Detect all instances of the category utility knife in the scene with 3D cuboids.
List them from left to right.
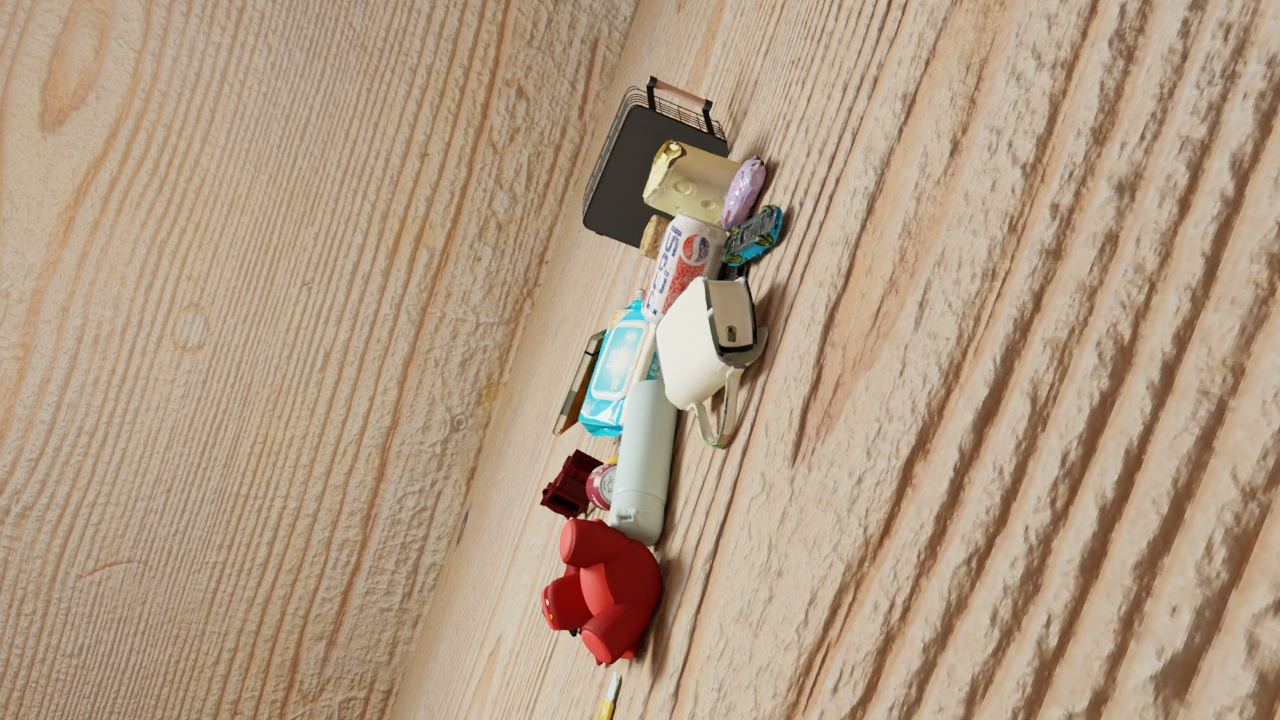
[{"bbox_3d":[-0.052,0.438,1.034,0.030,0.017,0.175,0,68,66],"label":"utility knife"}]

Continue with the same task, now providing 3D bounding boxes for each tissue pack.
[{"bbox_3d":[-0.008,0.007,1.267,0.117,0.066,0.209,2,68,48],"label":"tissue pack"}]

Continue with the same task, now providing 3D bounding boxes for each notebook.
[{"bbox_3d":[-0.065,0.013,1.443,0.179,0.014,0.248,-67,-10,16],"label":"notebook"}]

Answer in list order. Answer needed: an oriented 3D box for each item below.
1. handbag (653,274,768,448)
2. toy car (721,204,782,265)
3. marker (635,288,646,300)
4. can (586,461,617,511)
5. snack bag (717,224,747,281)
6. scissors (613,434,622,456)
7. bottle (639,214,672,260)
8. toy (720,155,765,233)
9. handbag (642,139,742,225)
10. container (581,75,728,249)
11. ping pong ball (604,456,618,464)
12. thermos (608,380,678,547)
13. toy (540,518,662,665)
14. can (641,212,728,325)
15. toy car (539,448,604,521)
[{"bbox_3d":[0.082,0.012,1.002,0.152,0.074,0.175,130,137,-59],"label":"handbag"},{"bbox_3d":[0.131,-0.140,1.048,0.106,0.032,0.048,-32,40,57],"label":"toy car"},{"bbox_3d":[-0.006,-0.052,1.380,0.017,0.017,0.146,124,160,-48],"label":"marker"},{"bbox_3d":[-0.035,0.165,1.197,0.114,0.063,0.063,136,151,-78],"label":"can"},{"bbox_3d":[0.105,-0.089,1.112,0.075,0.018,0.155,132,154,-61],"label":"snack bag"},{"bbox_3d":[-0.006,0.081,1.330,0.172,0.014,0.141,143,146,-65],"label":"scissors"},{"bbox_3d":[0.057,-0.145,1.193,0.056,0.105,0.056,-162,91,-77],"label":"bottle"},{"bbox_3d":[0.127,-0.210,1.154,0.080,0.036,0.100,-96,26,-69],"label":"toy"},{"bbox_3d":[0.073,-0.240,1.232,0.111,0.119,0.081,146,143,-69],"label":"handbag"},{"bbox_3d":[0.018,-0.294,1.423,0.130,0.162,0.242,-93,26,-58],"label":"container"},{"bbox_3d":[-0.032,0.153,1.279,0.040,0.040,0.040,-162,91,-77],"label":"ping pong ball"},{"bbox_3d":[0.005,0.125,1.118,0.078,0.065,0.206,66,-154,-50],"label":"thermos"},{"bbox_3d":[-0.051,0.266,1.045,0.158,0.120,0.198,70,156,15],"label":"toy"},{"bbox_3d":[0.056,-0.106,1.130,0.078,0.078,0.136,-124,50,-73],"label":"can"},{"bbox_3d":[-0.112,0.208,1.454,0.170,0.070,0.061,-54,9,51],"label":"toy car"}]
